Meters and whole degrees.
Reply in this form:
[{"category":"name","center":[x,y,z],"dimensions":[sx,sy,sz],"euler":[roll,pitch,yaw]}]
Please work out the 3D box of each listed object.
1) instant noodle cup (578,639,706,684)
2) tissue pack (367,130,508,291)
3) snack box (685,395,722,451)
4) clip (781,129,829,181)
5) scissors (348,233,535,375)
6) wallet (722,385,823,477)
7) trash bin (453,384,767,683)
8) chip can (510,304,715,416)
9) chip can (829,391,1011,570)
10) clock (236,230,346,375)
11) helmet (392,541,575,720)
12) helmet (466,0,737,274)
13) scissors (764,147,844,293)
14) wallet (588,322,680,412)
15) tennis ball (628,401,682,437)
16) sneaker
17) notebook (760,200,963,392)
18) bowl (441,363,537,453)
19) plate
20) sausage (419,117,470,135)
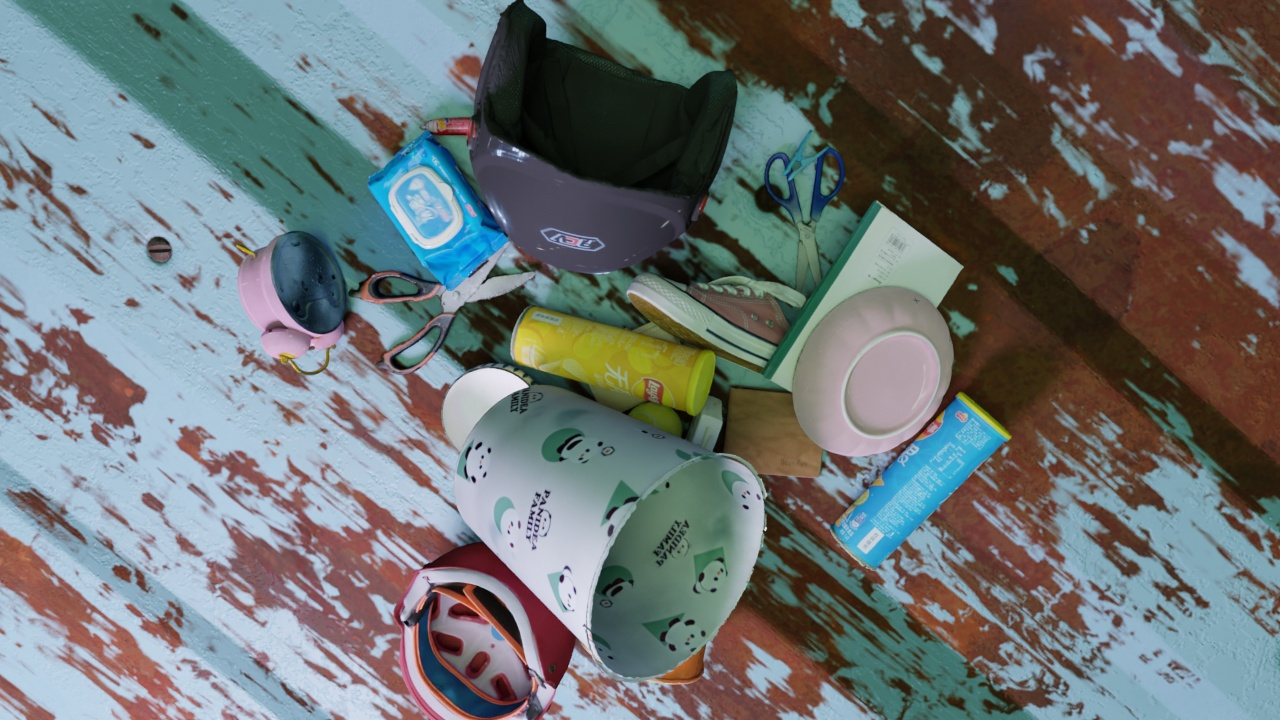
[{"category":"instant noodle cup","center":[0.016,0.279,1.038],"dimensions":[0.151,0.151,0.111],"euler":[17,96,2]},{"category":"tissue pack","center":[-0.221,-0.162,0.995],"dimensions":[0.095,0.052,0.157],"euler":[-36,88,10]},{"category":"snack box","center":[0.054,0.121,1.023],"dimensions":[0.027,0.084,0.157],"euler":[18,104,-1]},{"category":"clip","center":[0.169,-0.212,0.960],"dimensions":[0.037,0.013,0.055],"euler":[43,99,-1]},{"category":"scissors","center":[-0.231,-0.067,1.045],"dimensions":[0.224,0.015,0.189],"euler":[13,104,3]},{"category":"wallet","center":[0.153,0.082,1.039],"dimensions":[0.115,0.020,0.101],"euler":[4,105,2]},{"category":"trash bin","center":[-0.043,0.152,0.917],"dimensions":[0.252,0.229,0.230],"euler":[25,108,42]},{"category":"chip can","center":[-0.030,-0.002,0.985],"dimensions":[0.213,0.072,0.072],"euler":[15,104,16]},{"category":"chip can","center":[0.305,0.134,1.008],"dimensions":[0.071,0.071,0.210],"euler":[39,104,-4]},{"category":"clock","center":[-0.379,-0.061,1.013],"dimensions":[0.060,0.117,0.158],"euler":[-14,99,19]},{"category":"helmet","center":[-0.168,0.311,1.062],"dimensions":[0.207,0.143,0.241],"euler":[34,124,11]},{"category":"helmet","center":[-0.046,-0.193,0.873],"dimensions":[0.233,0.274,0.231],"euler":[15,131,-6]},{"category":"scissors","center":[0.187,-0.147,0.985],"dimensions":[0.144,0.012,0.170],"euler":[-36,97,12]},{"category":"wallet","center":[-0.006,0.006,1.035],"dimensions":[0.115,0.024,0.087],"euler":[-23,96,13]},{"category":"tennis ball","center":[0.014,0.079,1.028],"dimensions":[0.065,0.065,0.065],"euler":[1,103,5]},{"category":"sneaker","center":[0.100,-0.048,0.969],"dimensions":[0.241,0.118,0.087],"euler":[25,84,-20]},{"category":"notebook","center":[0.234,-0.042,0.958],"dimensions":[0.150,0.012,0.209],"euler":[27,99,-30]},{"category":"bowl","center":[-0.160,0.056,1.040],"dimensions":[0.116,0.066,0.116],"euler":[2,103,6]},{"category":"plate","center":[0.253,0.020,0.961],"dimensions":[0.192,0.039,0.193],"euler":[-8,114,-18]},{"category":"sausage","center":[-0.164,-0.253,0.994],"dimensions":[0.156,0.020,0.020],"euler":[2,103,5]}]
